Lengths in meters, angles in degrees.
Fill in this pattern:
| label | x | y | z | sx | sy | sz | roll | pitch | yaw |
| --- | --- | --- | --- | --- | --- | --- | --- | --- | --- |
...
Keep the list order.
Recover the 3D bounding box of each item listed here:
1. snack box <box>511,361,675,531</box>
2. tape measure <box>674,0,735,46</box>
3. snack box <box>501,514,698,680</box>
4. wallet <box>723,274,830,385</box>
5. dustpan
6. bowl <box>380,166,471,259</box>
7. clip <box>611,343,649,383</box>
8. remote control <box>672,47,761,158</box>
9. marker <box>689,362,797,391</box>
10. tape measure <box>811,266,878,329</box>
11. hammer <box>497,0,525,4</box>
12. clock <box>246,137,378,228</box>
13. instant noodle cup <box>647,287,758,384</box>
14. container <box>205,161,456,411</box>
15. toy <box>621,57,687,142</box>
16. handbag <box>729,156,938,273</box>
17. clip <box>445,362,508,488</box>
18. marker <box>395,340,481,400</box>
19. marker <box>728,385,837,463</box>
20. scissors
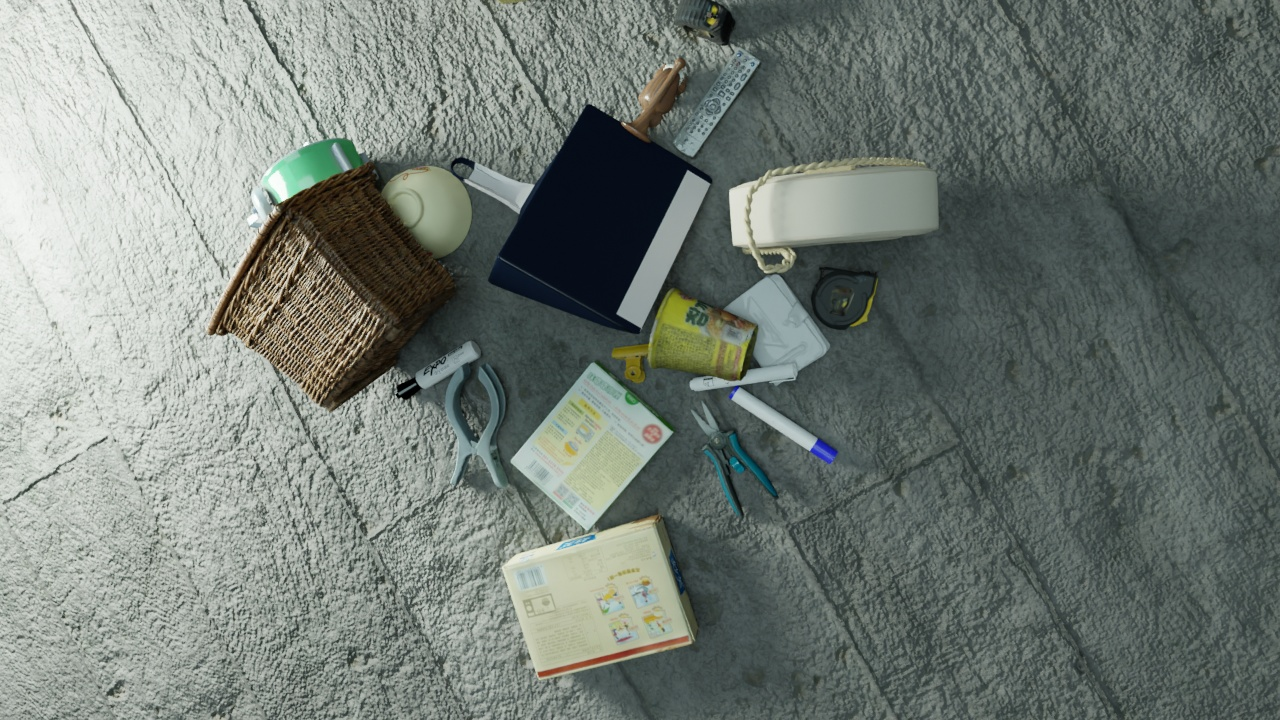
| label | x | y | z | sx | sy | sz | roll | pitch | yaw |
| --- | --- | --- | --- | --- | --- | --- | --- | --- | --- |
| snack box | -0.060 | 0.106 | 1.137 | 0.132 | 0.027 | 0.168 | 41 | 101 | 5 |
| tape measure | 0.071 | -0.388 | 1.045 | 0.062 | 0.067 | 0.038 | 22 | 99 | 10 |
| snack box | -0.049 | 0.293 | 1.136 | 0.208 | 0.055 | 0.153 | -18 | 91 | 13 |
| wallet | 0.159 | -0.036 | 1.075 | 0.086 | 0.032 | 0.116 | -40 | 86 | 15 |
| dustpan | -0.088 | -0.174 | 1.050 | 0.273 | 0.080 | 0.235 | 29 | 64 | -8 |
| bowl | -0.278 | -0.185 | 1.135 | 0.118 | 0.074 | 0.118 | 1 | 95 | 12 |
| clip | -0.007 | 0.005 | 1.124 | 0.053 | 0.035 | 0.046 | -6 | 75 | 11 |
| remote control | 0.088 | -0.301 | 1.076 | 0.033 | 0.013 | 0.137 | 37 | 101 | 7 |
| marker | 0.120 | 0.022 | 1.081 | 0.134 | 0.017 | 0.020 | -9 | 87 | 26 |
| tape measure | 0.232 | -0.071 | 1.051 | 0.071 | 0.042 | 0.072 | 8 | 99 | 8 |
| hammer | -0.132 | -0.479 | 0.949 | 0.190 | 0.324 | 0.100 | -3 | 94 | 12 |
| clock | -0.416 | -0.212 | 1.137 | 0.162 | 0.121 | 0.075 | -29 | 89 | 9 |
| instant noodle cup | 0.074 | -0.024 | 1.055 | 0.108 | 0.102 | 0.102 | 16 | 98 | 13 |
| container | -0.357 | -0.074 | 1.088 | 0.183 | 0.161 | 0.251 | 46 | 128 | -3 |
| toy | 0.020 | -0.304 | 1.068 | 0.041 | 0.055 | 0.102 | 33 | 93 | -7 |
| handbag | 0.202 | -0.152 | 0.965 | 0.211 | 0.208 | 0.103 | -3 | 97 | 12 |
| clip | -0.223 | 0.083 | 1.163 | 0.108 | 0.028 | 0.163 | -1 | 101 | 15 |
| marker | -0.261 | 0.015 | 1.174 | 0.126 | 0.025 | 0.025 | -30 | 88 | 13 |
| marker | 0.169 | 0.076 | 1.088 | 0.141 | 0.020 | 0.020 | 34 | 101 | 8 |
| scissors | 0.111 | 0.123 | 1.105 | 0.149 | 0.019 | 0.122 | 22 | 103 | 15 |
